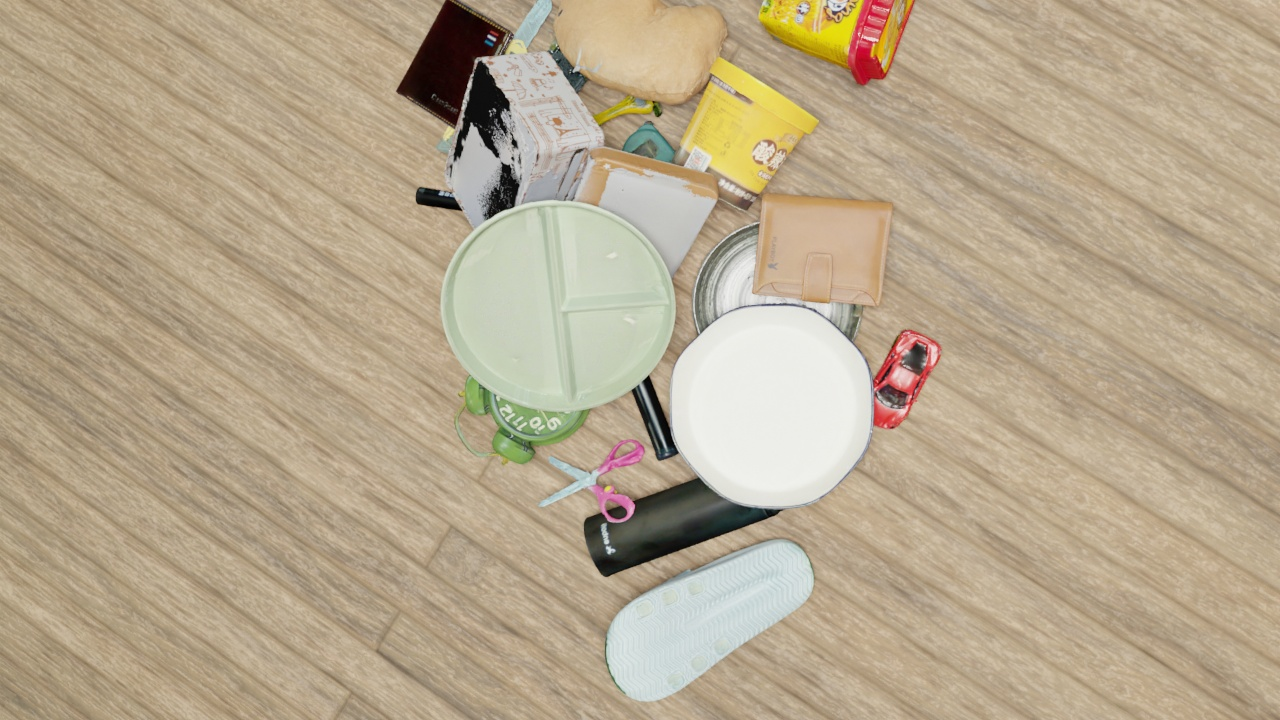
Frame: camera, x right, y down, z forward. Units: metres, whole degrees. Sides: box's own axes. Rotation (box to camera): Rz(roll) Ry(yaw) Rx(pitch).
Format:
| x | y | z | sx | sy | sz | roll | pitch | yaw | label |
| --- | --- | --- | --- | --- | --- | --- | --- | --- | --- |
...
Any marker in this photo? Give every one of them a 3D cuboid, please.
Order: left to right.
| x | y | z | sx | sy | sz | roll | pitch | yaw | label |
| --- | --- | --- | --- | --- | --- | --- | --- | --- | --- |
| -0.186 | -0.172 | 1.021 | 0.132 | 0.020 | 0.022 | 11 | 112 | 8 | marker |

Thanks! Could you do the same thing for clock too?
| x | y | z | sx | sy | sz | roll | pitch | yaw | label |
| --- | --- | --- | --- | --- | --- | --- | --- | --- | --- |
| -0.124 | 0.044 | 0.993 | 0.161 | 0.056 | 0.116 | -33 | 89 | -2 | clock |

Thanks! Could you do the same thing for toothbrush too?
| x | y | z | sx | sy | sz | roll | pitch | yaw | label |
| --- | --- | --- | --- | --- | --- | --- | --- | --- | --- |
| -0.006 | 0.006 | 1.000 | 0.027 | 0.026 | 0.212 | -20 | 91 | 24 | toothbrush |

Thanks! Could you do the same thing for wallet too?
| x | y | z | sx | sy | sz | roll | pitch | yaw | label |
| --- | --- | --- | --- | --- | --- | --- | --- | --- | --- |
| -0.203 | -0.325 | 1.005 | 0.096 | 0.020 | 0.122 | 35 | 102 | 17 | wallet |
| 0.183 | -0.106 | 0.932 | 0.131 | 0.035 | 0.119 | 6 | 89 | 10 | wallet |

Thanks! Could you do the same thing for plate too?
| x | y | z | sx | sy | sz | roll | pitch | yaw | label |
| --- | --- | --- | --- | --- | --- | --- | --- | --- | --- |
| -0.080 | -0.052 | 0.905 | 0.230 | 0.027 | 0.230 | -1 | 119 | -2 | plate |
| 0.131 | 0.046 | 0.924 | 0.205 | 0.045 | 0.204 | -2 | 80 | 11 | plate |
| 0.143 | -0.058 | 0.968 | 0.179 | 0.024 | 0.179 | 1 | 93 | 10 | plate |

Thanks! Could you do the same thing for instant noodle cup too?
| x | y | z | sx | sy | sz | roll | pitch | yaw | label |
| --- | --- | --- | --- | --- | --- | --- | --- | --- | --- |
| 0.098 | -0.223 | 0.919 | 0.118 | 0.118 | 0.115 | 34 | 107 | 6 | instant noodle cup |
| 0.191 | -0.345 | 0.895 | 0.124 | 0.116 | 0.116 | 22 | 99 | 20 | instant noodle cup |

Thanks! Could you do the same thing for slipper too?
| x | y | z | sx | sy | sz | roll | pitch | yaw | label |
| --- | --- | --- | --- | --- | --- | --- | --- | --- | --- |
| 0.071 | 0.269 | 0.988 | 0.245 | 0.074 | 0.104 | -28 | 88 | -4 | slipper |

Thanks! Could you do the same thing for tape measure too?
| x | y | z | sx | sy | sz | roll | pitch | yaw | label |
| --- | --- | --- | --- | --- | --- | --- | --- | --- | --- |
| 0.008 | -0.219 | 0.977 | 0.054 | 0.025 | 0.058 | -40 | 88 | 11 | tape measure |

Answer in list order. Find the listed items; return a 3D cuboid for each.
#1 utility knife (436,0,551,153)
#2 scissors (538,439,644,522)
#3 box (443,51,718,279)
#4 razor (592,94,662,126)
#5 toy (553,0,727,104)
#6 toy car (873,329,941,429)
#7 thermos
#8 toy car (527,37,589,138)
| x | y | z | sx | sy | sz | roll | pitch | yaw | label |
| --- | --- | --- | --- | --- | --- | --- | --- | --- | --- |
| -0.157 | -0.312 | 1.008 | 0.031 | 0.021 | 0.208 | 37 | 96 | 0 | utility knife |
| -0.049 | 0.126 | 1.004 | 0.133 | 0.017 | 0.131 | 24 | 66 | 34 | scissors |
| -0.071 | -0.168 | 0.912 | 0.271 | 0.132 | 0.180 | 34 | 141 | 1 | box |
| -0.044 | -0.256 | 0.985 | 0.133 | 0.028 | 0.043 | -23 | 94 | 13 | razor |
| -0.024 | -0.345 | 0.941 | 0.226 | 0.083 | 0.143 | 31 | 63 | 8 | toy |
| 0.268 | 0.022 | 0.949 | 0.049 | 0.031 | 0.106 | 29 | 101 | 8 | toy car |
| 0.060 | 0.151 | 0.987 | 0.243 | 0.068 | 0.090 | -22 | 60 | 10 | thermos |
| -0.095 | -0.294 | 0.985 | 0.054 | 0.037 | 0.120 | 38 | 92 | 5 | toy car |
